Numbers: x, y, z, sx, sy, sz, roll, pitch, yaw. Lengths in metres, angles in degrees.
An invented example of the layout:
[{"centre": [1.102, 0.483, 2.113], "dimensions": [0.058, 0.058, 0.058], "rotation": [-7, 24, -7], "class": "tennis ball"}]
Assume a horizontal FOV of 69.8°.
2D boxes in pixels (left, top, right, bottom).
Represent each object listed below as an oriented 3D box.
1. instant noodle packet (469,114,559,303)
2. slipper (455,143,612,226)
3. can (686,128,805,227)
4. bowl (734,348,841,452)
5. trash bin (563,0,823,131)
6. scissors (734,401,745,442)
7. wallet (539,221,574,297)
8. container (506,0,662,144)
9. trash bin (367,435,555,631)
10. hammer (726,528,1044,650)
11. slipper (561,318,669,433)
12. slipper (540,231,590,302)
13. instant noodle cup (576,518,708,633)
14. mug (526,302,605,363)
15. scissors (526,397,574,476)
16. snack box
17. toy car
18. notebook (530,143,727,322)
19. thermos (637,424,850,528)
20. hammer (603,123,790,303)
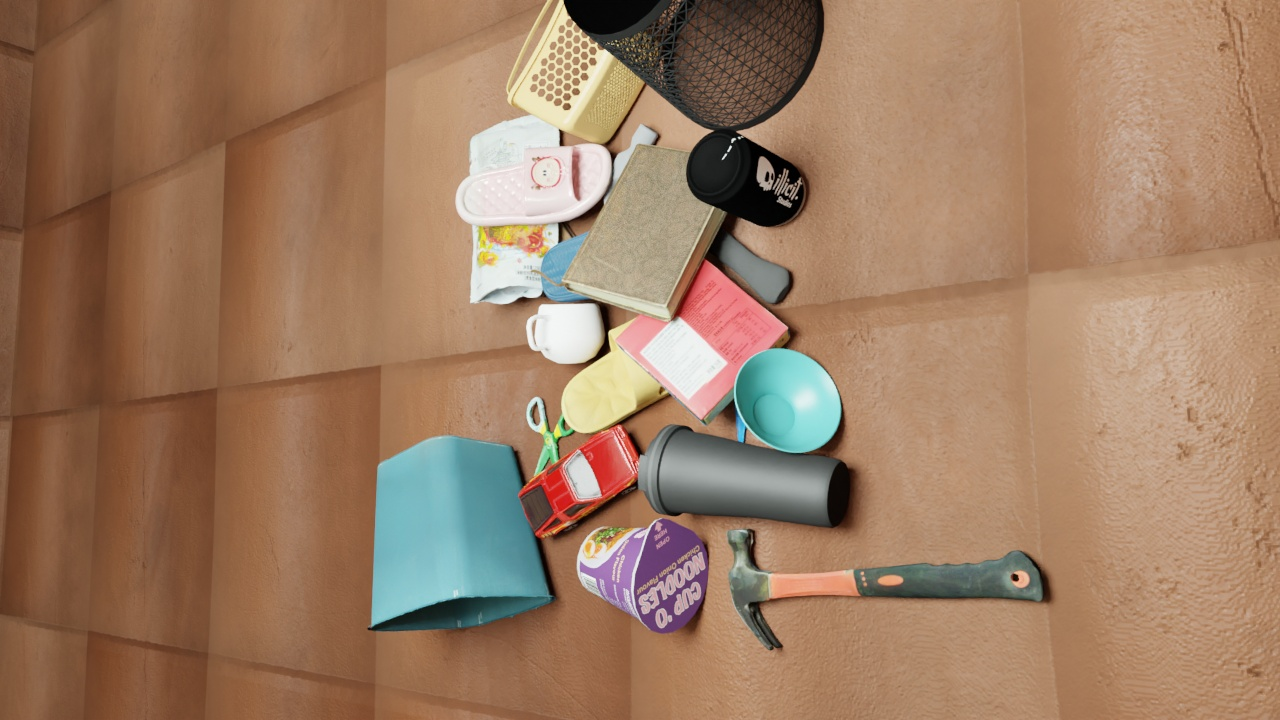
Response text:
[{"centre": [-0.178, -0.214, 1.267], "dimensions": [0.147, 0.057, 0.268], "rotation": [-9, 72, 20], "class": "instant noodle packet"}, {"centre": [-0.142, -0.229, 1.209], "dimensions": [0.222, 0.055, 0.106], "rotation": [-10, 69, 13], "class": "slipper"}, {"centre": [0.119, -0.198, 1.014], "dimensions": [0.080, 0.145, 0.080], "rotation": [-5, 82, 36], "class": "can"}, {"centre": [0.154, 0.051, 1.006], "dimensions": [0.046, 0.121, 0.121], "rotation": [117, 136, -61], "class": "bowl"}, {"centre": [0.052, -0.398, 1.025], "dimensions": [0.217, 0.242, 0.217], "rotation": [-5, 82, 36], "class": "trash bin"}, {"centre": [0.114, 0.035, 1.075], "dimensions": [0.130, 0.013, 0.125], "rotation": [-5, 83, 36], "class": "scissors"}, {"centre": [-0.141, -0.161, 1.280], "dimensions": [0.099, 0.026, 0.121], "rotation": [-46, 60, 20], "class": "wallet"}, {"centre": [-0.084, -0.396, 1.200], "dimensions": [0.167, 0.129, 0.184], "rotation": [40, 109, 25], "class": "container"}, {"centre": [-0.248, 0.232, 1.224], "dimensions": [0.197, 0.199, 0.218], "rotation": [-26, 63, 32], "class": "trash bin"}, {"centre": [0.240, 0.230, 0.950], "dimensions": [0.334, 0.033, 0.133], "rotation": [-13, 76, 35], "class": "hammer"}, {"centre": [-0.007, 0.007, 1.130], "dimensions": [0.264, 0.078, 0.099], "rotation": [-35, 68, 27], "class": "slipper"}, {"centre": [-0.033, -0.123, 1.153], "dimensions": [0.214, 0.059, 0.103], "rotation": [-5, 82, 30], "class": "slipper"}, {"centre": [-0.008, 0.240, 1.085], "dimensions": [0.122, 0.121, 0.137], "rotation": [3, 113, 46], "class": "instant noodle cup"}, {"centre": [-0.101, -0.034, 1.175], "dimensions": [0.090, 0.123, 0.076], "rotation": [3, 96, 37], "class": "mug"}, {"centre": [-0.129, 0.106, 1.249], "dimensions": [0.117, 0.012, 0.130], "rotation": [34, 106, 31], "class": "scissors"}, {"centre": [0.070, -0.025, 1.051], "dimensions": [0.145, 0.040, 0.142], "rotation": [43, 87, 20], "class": "snack box"}, {"centre": [-0.077, 0.157, 1.177], "dimensions": [0.190, 0.056, 0.081], "rotation": [-35, 73, 25], "class": "toy car"}, {"centre": [-0.004, -0.160, 1.087], "dimensions": [0.190, 0.034, 0.215], "rotation": [17, 70, 26], "class": "notebook"}, {"centre": [0.114, 0.133, 1.015], "dimensions": [0.219, 0.105, 0.106], "rotation": [4, 87, 32], "class": "thermos"}, {"centre": [0.064, -0.165, 1.126], "dimensions": [0.311, 0.029, 0.125], "rotation": [44, 110, 31], "class": "hammer"}]
